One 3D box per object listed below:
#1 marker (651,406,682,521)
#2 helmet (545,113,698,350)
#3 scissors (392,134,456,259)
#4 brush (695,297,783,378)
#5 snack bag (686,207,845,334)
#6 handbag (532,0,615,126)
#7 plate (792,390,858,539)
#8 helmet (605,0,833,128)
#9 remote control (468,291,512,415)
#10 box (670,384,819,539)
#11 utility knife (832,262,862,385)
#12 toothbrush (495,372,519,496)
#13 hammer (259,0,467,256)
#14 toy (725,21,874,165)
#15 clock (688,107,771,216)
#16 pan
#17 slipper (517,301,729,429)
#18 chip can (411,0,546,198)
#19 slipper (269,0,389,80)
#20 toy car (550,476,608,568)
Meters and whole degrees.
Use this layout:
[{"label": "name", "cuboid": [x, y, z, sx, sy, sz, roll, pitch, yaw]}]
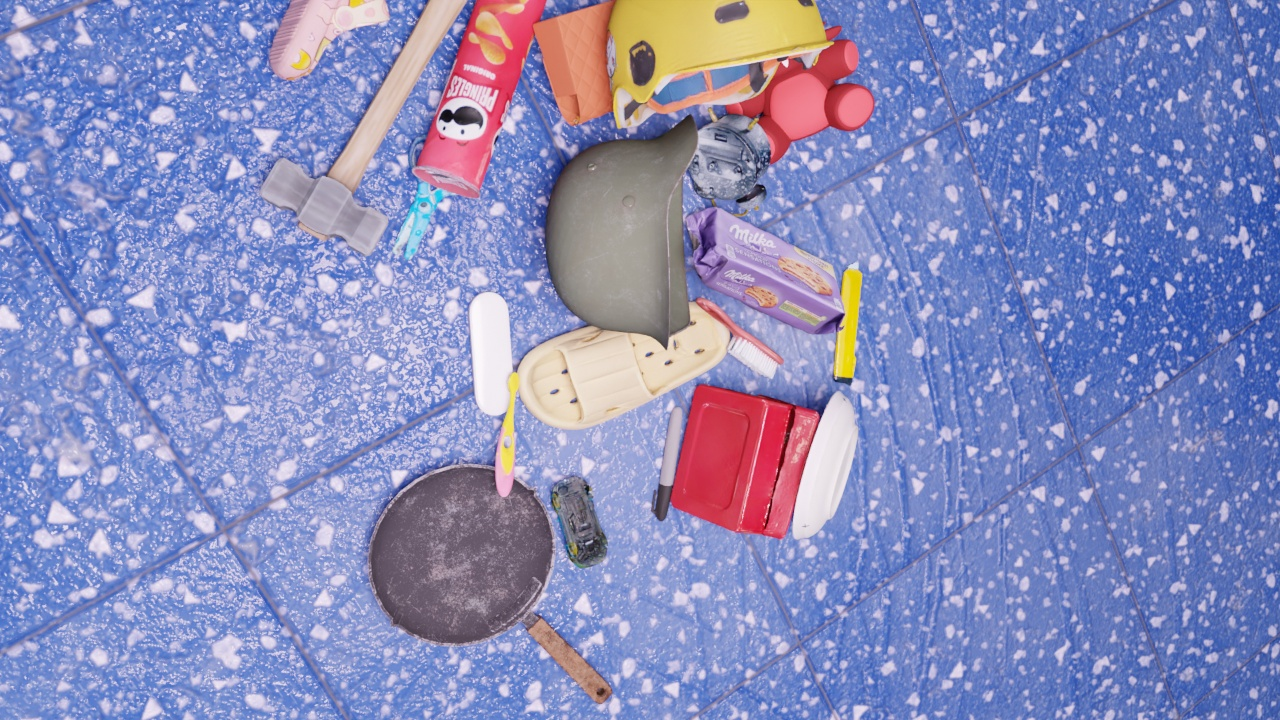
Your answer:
[{"label": "marker", "cuboid": [0.031, 0.123, 1.093, 0.022, 0.016, 0.138, 8, 92, 3]}, {"label": "helmet", "cuboid": [-0.021, -0.126, 0.945, 0.154, 0.267, 0.227, -2, 133, -2]}, {"label": "scissors", "cuboid": [-0.233, -0.172, 0.971, 0.083, 0.015, 0.140, 32, 86, -21]}, {"label": "brush", "cuboid": [0.111, -0.023, 1.059, 0.172, 0.041, 0.030, 34, 82, -45]}, {"label": "snack bag", "cuboid": [0.143, -0.101, 1.065, 0.205, 0.096, 0.059, 23, 131, -20]}, {"label": "handbag", "cuboid": [-0.024, -0.329, 0.988, 0.171, 0.060, 0.109, -30, 115, -32]}, {"label": "plate", "cuboid": [0.224, 0.128, 1.082, 0.034, 0.182, 0.182, 16, 90, 20]}, {"label": "helmet", "cuboid": [0.066, -0.327, 0.881, 0.208, 0.240, 0.139, -19, 97, -24]}, {"label": "remote control", "cuboid": [-0.164, -0.007, 1.010, 0.043, 0.013, 0.136, -5, 97, -19]}, {"label": "box", "cuboid": [0.117, 0.113, 1.060, 0.122, 0.137, 0.157, 16, 88, -21]}, {"label": "utility knife", "cuboid": [0.262, -0.046, 1.155, 0.030, 0.017, 0.155, 4, 95, -25]}, {"label": "toothbrush", "cuboid": [-0.144, 0.080, 0.998, 0.021, 0.016, 0.135, 7, 84, -27]}, {"label": "hammer", "cuboid": [-0.253, -0.268, 0.932, 0.117, 0.051, 0.322, 30, 84, -15]}, {"label": "toy", "cuboid": [0.160, -0.335, 1.034, 0.159, 0.120, 0.197, -19, 105, 20]}, {"label": "clock", "cuboid": [0.100, -0.217, 1.032, 0.052, 0.090, 0.130, -46, 146, -40]}, {"label": "pan", "cuboid": [-0.148, 0.267, 1.032, 0.207, 0.040, 0.357, -43, 108, -11]}, {"label": "slipper", "cuboid": [-0.006, 0.006, 1.034, 0.261, 0.079, 0.111, -20, 105, -17]}, {"label": "chip can", "cuboid": [-0.162, -0.289, 0.945, 0.073, 0.073, 0.233, 20, 85, -20]}, {"label": "slipper", "cuboid": [-0.289, -0.352, 0.899, 0.081, 0.093, 0.197, 30, 87, -40]}, {"label": "toy car", "cuboid": [-0.071, 0.185, 1.053, 0.048, 0.032, 0.105, -18, 92, -16]}]
